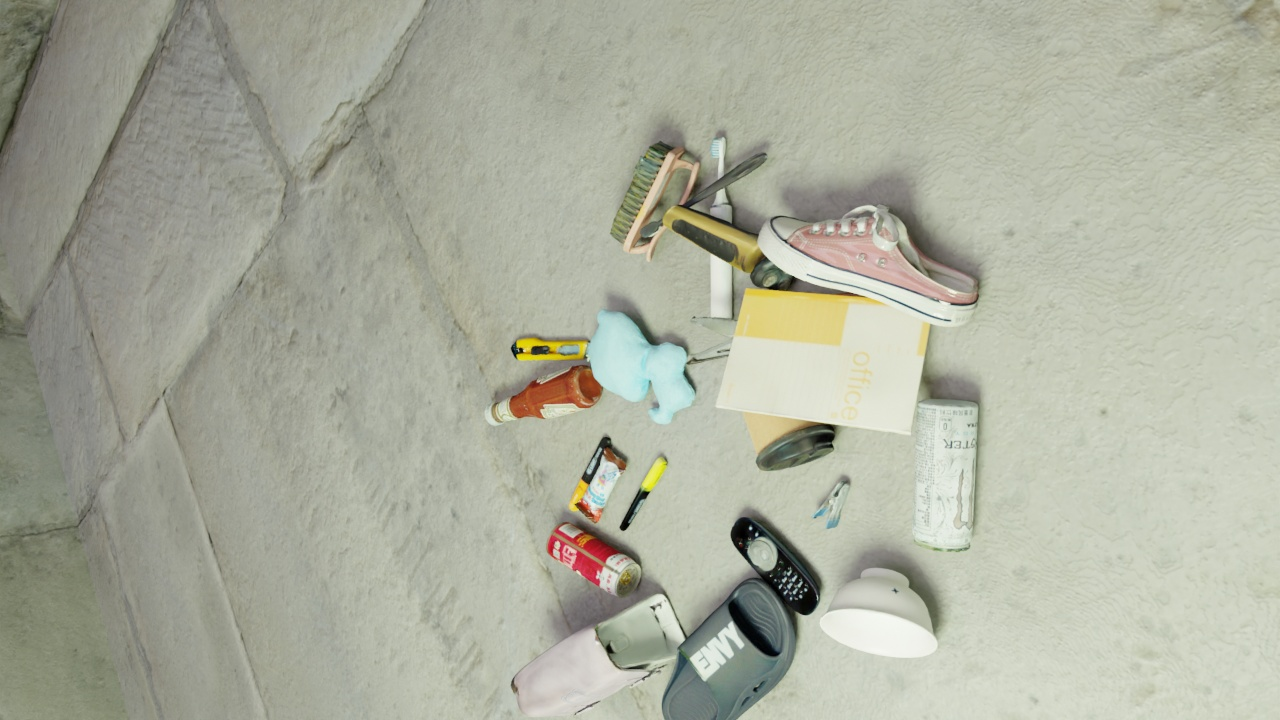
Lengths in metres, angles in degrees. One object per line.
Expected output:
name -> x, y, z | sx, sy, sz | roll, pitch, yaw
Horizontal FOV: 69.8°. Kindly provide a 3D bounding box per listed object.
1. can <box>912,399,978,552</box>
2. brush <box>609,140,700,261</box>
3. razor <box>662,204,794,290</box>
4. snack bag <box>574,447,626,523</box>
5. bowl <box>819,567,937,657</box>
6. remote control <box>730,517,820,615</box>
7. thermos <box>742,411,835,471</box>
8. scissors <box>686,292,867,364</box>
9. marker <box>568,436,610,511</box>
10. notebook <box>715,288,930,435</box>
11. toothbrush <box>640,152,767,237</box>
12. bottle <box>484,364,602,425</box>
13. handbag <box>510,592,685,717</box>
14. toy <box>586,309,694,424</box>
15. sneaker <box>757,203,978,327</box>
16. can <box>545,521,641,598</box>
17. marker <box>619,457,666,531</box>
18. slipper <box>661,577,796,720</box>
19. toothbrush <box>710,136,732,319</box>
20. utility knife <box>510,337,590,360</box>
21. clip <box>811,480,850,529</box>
can -> 0.304, 0.113, 0.916 | 0.058, 0.058, 0.147 | 4, 95, 40
brush -> 0.016, -0.196, 1.141 | 0.073, 0.063, 0.146 | 29, 115, 3
razor -> 0.100, -0.133, 1.051 | 0.167, 0.067, 0.062 | 29, 139, 19
snack bag -> -0.052, 0.169, 1.239 | 0.045, 0.026, 0.105 | 41, 115, 34
bowl -> 0.251, 0.256, 0.956 | 0.119, 0.118, 0.064 | -12, 46, 40
remote control -> 0.159, 0.237, 1.067 | 0.136, 0.024, 0.053 | 45, 125, 29
thermos -> 0.153, 0.055, 1.025 | 0.093, 0.093, 0.143 | -40, 60, 34
scissors -> 0.160, -0.021, 1.002 | 0.189, 0.015, 0.224 | -45, 59, 1
marker -> -0.070, 0.157, 1.260 | 0.018, 0.015, 0.124 | 38, 114, 27
notebook -> 0.192, -0.004, 0.965 | 0.207, 0.010, 0.145 | 7, 71, 26
toothbrush -> 0.074, -0.194, 1.084 | 0.181, 0.018, 0.015 | -30, 77, 27
bottle -> -0.143, 0.056, 1.288 | 0.207, 0.059, 0.059 | -18, 81, 39
handbag -> -0.056, 0.387, 1.179 | 0.198, 0.144, 0.098 | -39, 66, 36
toy -> -0.007, 0.007, 1.177 | 0.157, 0.049, 0.161 | -12, 93, 32
sneaker -> 0.232, -0.116, 0.934 | 0.241, 0.118, 0.088 | 27, 127, 30
can -> -0.064, 0.268, 1.236 | 0.133, 0.053, 0.053 | 22, 106, 37
marker -> 0.003, 0.177, 1.198 | 0.015, 0.018, 0.124 | 47, 121, 34
slipper -> 0.089, 0.377, 1.095 | 0.110, 0.083, 0.269 | 46, 123, 29
toothbrush -> 0.096, -0.155, 1.094 | 0.026, 0.026, 0.221 | 1, 93, 23
utility knife -> -0.122, -0.017, 1.293 | 0.178, 0.015, 0.033 | -1, 95, 40
clip -> 0.216, 0.158, 1.016 | 0.044, 0.027, 0.058 | 38, 112, 40
